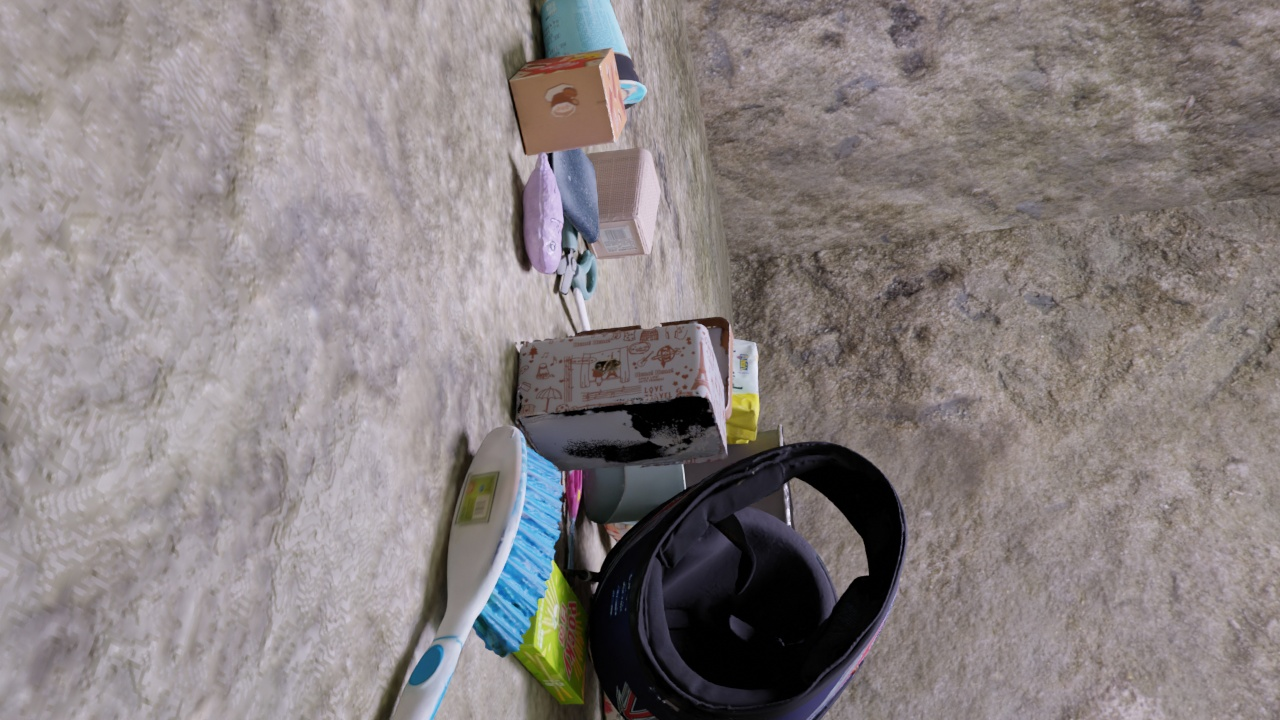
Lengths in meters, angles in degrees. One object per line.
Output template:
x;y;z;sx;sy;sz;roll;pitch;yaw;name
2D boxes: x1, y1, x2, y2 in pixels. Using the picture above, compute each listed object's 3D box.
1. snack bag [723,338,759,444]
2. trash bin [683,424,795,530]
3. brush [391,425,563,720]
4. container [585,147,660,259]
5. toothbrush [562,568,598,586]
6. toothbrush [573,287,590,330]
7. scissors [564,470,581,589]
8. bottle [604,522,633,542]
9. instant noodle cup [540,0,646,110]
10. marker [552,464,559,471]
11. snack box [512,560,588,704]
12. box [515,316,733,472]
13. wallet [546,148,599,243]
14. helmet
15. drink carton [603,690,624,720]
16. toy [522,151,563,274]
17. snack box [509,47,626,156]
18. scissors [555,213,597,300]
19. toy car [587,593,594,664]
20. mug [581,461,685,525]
0.082;0.035;1.272;0.246;0.158;0.068;-76;173;-63;snack bag
0.102;0.215;1.263;0.199;0.220;0.198;70;16;-55;trash bin
-0.110;0.167;0.591;0.109;0.061;0.313;67;22;-43;brush
-0.027;-0.193;1.156;0.090;0.090;0.110;70;21;-54;container
-0.056;0.222;0.933;0.186;0.012;0.017;62;37;-74;toothbrush
-0.055;-0.023;1.057;0.180;0.016;0.016;78;12;-52;toothbrush
-0.068;0.166;0.927;0.072;0.017;0.137;74;15;-81;scissors
-0.012;0.188;1.078;0.063;0.063;0.108;-75;157;-63;bottle
-0.060;-0.345;1.026;0.111;0.111;0.120;4;73;-80;instant noodle cup
-0.093;0.104;0.795;0.018;0.023;0.130;56;9;6;marker
-0.077;0.233;0.795;0.156;0.026;0.085;72;16;-51;snack box
-0.009;0.002;0.875;0.158;0.181;0.217;71;19;-46;box
-0.076;-0.203;1.019;0.097;0.019;0.120;48;32;-52;wallet
0.099;0.235;0.896;0.247;0.314;0.241;46;-20;14;helmet
-0.014;0.344;1.007;0.045;0.053;0.122;42;42;-74;drink carton
-0.093;-0.133;0.883;0.084;0.039;0.108;89;-3;-73;toy
-0.070;-0.263;0.927;0.094;0.093;0.077;-78;159;-60;snack box
-0.078;-0.133;1.032;0.178;0.019;0.161;-44;128;-76;scissors
-0.038;0.280;0.965;0.090;0.035;0.042;-69;150;-62;toy car
-0.007;0.141;0.992;0.082;0.106;0.112;-99;-177;-47;mug
